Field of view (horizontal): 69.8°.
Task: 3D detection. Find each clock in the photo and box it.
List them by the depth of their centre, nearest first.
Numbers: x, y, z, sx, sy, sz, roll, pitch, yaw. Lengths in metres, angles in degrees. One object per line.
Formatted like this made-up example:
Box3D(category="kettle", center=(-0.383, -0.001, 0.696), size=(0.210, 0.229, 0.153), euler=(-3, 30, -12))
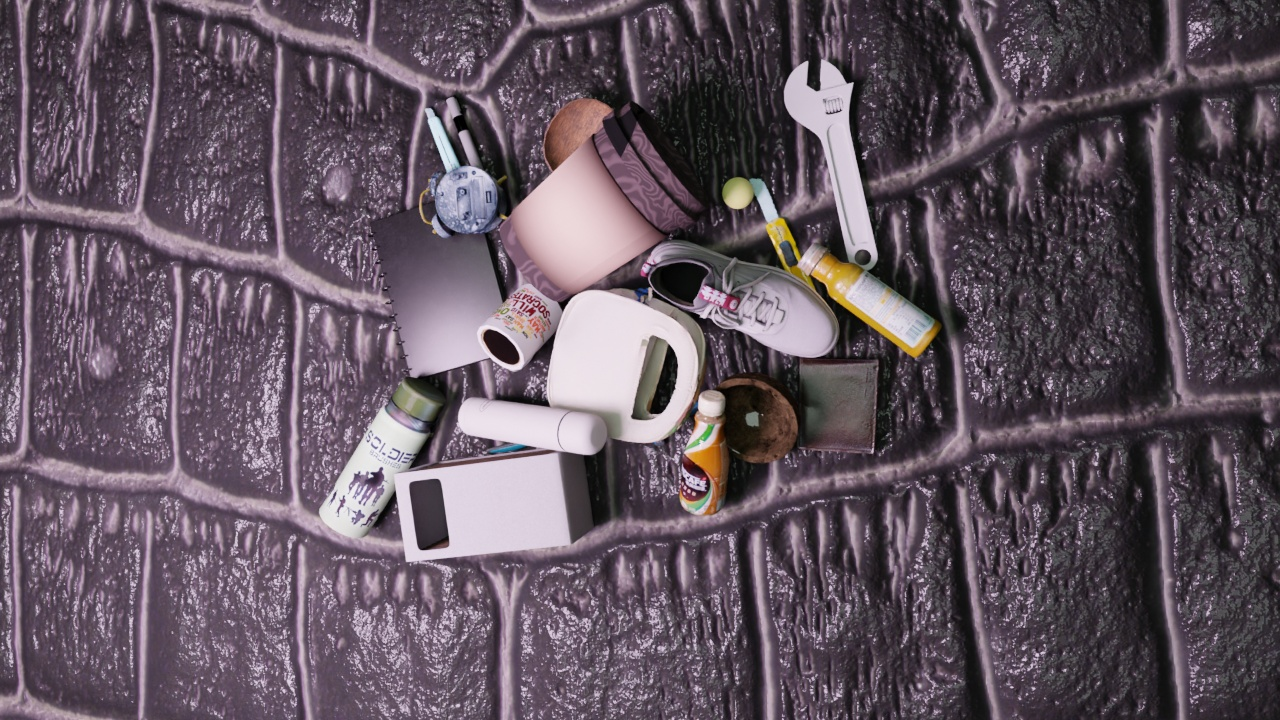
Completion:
Box3D(category="clock", center=(-0.239, -0.212, 1.231), size=(0.129, 0.052, 0.090), euler=(-3, 92, 11))

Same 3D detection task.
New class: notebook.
Box3D(category="notebook", center=(-0.278, -0.103, 1.277), size=(0.169, 0.019, 0.231), euler=(-16, 88, 11))

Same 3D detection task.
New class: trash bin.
Box3D(category="trash bin", center=(-0.192, 0.186, 1.215), size=(0.229, 0.114, 0.114), euler=(-8, 89, 12))

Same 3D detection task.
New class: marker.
Box3D(category="marker", center=(-0.236, -0.297, 1.264), size=(0.016, 0.016, 0.140), euler=(-22, 87, 12))

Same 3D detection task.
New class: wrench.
Box3D(category="wrench", center=(0.244, -0.244, 1.160), size=(0.087, 0.018, 0.273), euler=(-11, 90, 12))

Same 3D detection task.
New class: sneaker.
Box3D(category="sneaker", center=(0.120, -0.075, 1.131), size=(0.263, 0.128, 0.097), euler=(25, 107, 8))

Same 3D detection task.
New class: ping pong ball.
Box3D(category="ping pong ball", center=(0.125, -0.214, 1.174), size=(0.040, 0.040, 0.040), euler=(0, 91, 12))

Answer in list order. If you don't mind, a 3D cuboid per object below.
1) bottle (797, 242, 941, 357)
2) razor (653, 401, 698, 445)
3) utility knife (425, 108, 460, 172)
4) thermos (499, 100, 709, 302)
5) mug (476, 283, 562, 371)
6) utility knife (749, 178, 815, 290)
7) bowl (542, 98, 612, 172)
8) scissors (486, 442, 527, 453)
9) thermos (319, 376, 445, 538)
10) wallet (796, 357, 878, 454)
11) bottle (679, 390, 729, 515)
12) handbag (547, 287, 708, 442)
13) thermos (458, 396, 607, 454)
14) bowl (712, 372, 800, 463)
Box3D(category="bottle", center=(0.280, -0.078, 1.137), size=(0.186, 0.053, 0.053), euler=(37, 98, 9))
Box3D(category="razor", center=(0.073, 0.063, 1.204), size=(0.144, 0.022, 0.042), euler=(-28, 123, 8))
Box3D(category="utility knife", center=(-0.272, -0.298, 1.274), size=(0.022, 0.015, 0.119), euler=(-25, 83, 13))
Box3D(category="thermos", center=(-0.051, -0.190, 1.155), size=(0.226, 0.172, 0.172), euler=(-35, 84, 17))
Box3D(category="mug", center=(-0.157, -0.034, 1.213), size=(0.073, 0.105, 0.089), euler=(25, 53, 20))
Box3D(category="utility knife", center=(0.186, -0.141, 1.178), size=(0.030, 0.018, 0.206), euler=(-23, 83, 3))
Box3D(category="bowl", center=(-0.074, -0.289, 1.220), size=(0.102, 0.026, 0.114), euler=(33, 101, -5))
Box3D(category="scissors", center=(-0.150, 0.092, 1.253), size=(0.148, 0.019, 0.132), euler=(37, 99, 10))
Box3D(category="thermos", center=(-0.351, 0.132, 1.271), size=(0.082, 0.082, 0.231), euler=(34, 98, 9))
Box3D(category="wallet", center=(0.249, 0.056, 1.161), size=(0.099, 0.031, 0.120), euler=(2, 94, 15))
Box3D(category="bottle", center=(0.083, 0.115, 1.150), size=(0.059, 0.059, 0.167), euler=(10, 120, 12))
Box3D(category="handbag", center=(-0.007, 0.007, 1.173), size=(0.200, 0.092, 0.201), euler=(21, 103, 26))
Box3D(category="thermos", center=(-0.139, 0.083, 1.175), size=(0.225, 0.052, 0.052), euler=(5, 92, 37))
Box3D(category="bowl", center=(0.148, 0.064, 1.161), size=(0.121, 0.056, 0.121), euler=(12, 121, 21))
